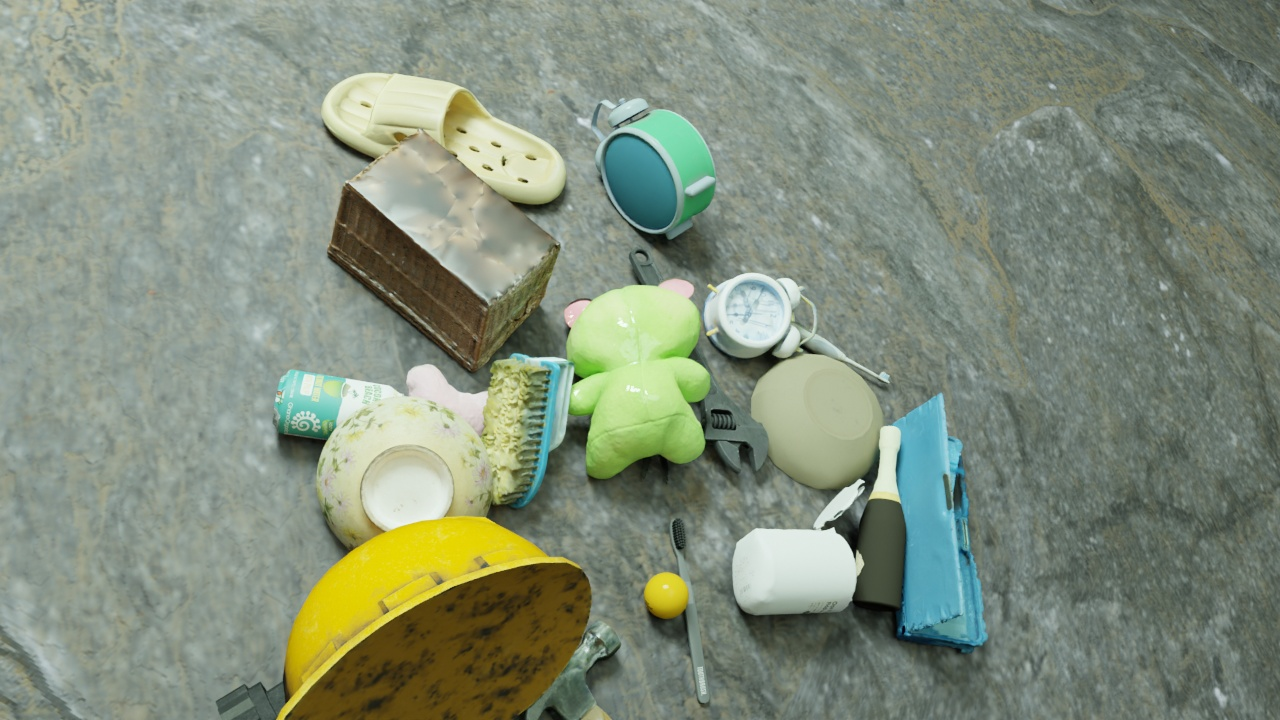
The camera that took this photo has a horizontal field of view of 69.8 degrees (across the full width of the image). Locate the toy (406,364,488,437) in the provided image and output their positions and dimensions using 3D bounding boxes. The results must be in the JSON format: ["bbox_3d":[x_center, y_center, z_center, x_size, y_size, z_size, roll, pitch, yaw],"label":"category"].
[{"bbox_3d":[-0.172,0.061,0.812,0.099,0.053,0.095,27,68,-36],"label":"toy"}]

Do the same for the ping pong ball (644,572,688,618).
[{"bbox_3d":[0.023,0.209,0.817,0.040,0.040,0.040,10,60,-17],"label":"ping pong ball"}]

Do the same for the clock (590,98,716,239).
[{"bbox_3d":[0.007,-0.219,0.999,0.075,0.122,0.161,-35,76,-32],"label":"clock"}]

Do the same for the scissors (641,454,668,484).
[{"bbox_3d":[0.008,0.039,0.923,0.150,0.013,0.164,40,58,3],"label":"scissors"}]

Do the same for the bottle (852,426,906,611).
[{"bbox_3d":[0.243,0.153,0.915,0.045,0.045,0.184,16,68,-13],"label":"bottle"}]

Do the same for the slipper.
[{"bbox_3d":[-0.196,-0.247,0.960,0.261,0.079,0.111,20,54,-11],"label":"slipper"}]

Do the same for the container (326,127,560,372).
[{"bbox_3d":[-0.184,-0.105,0.864,0.198,0.113,0.113,39,56,3],"label":"container"}]

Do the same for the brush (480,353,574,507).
[{"bbox_3d":[-0.100,0.065,0.819,0.075,0.055,0.136,0,101,-54],"label":"brush"}]

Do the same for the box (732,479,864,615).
[{"bbox_3d":[0.157,0.172,0.871,0.146,0.084,0.136,7,55,-20],"label":"box"}]

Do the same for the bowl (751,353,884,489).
[{"bbox_3d":[0.196,0.056,0.966,0.152,0.051,0.152,10,60,-17],"label":"bowl"}]

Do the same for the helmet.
[{"bbox_3d":[-0.174,0.199,0.673,0.254,0.206,0.131,-29,48,-25],"label":"helmet"}]

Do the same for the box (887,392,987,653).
[{"bbox_3d":[0.312,0.160,0.919,0.094,0.112,0.231,14,58,-14],"label":"box"}]

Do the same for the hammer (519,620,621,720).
[{"bbox_3d":[0.029,0.377,0.734,0.330,0.033,0.131,48,55,7],"label":"hammer"}]

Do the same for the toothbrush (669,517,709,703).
[{"bbox_3d":[0.044,0.225,0.836,0.012,0.013,0.167,2,65,-21],"label":"toothbrush"}]

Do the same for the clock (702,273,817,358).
[{"bbox_3d":[0.129,-0.048,0.982,0.125,0.052,0.088,4,80,-12],"label":"clock"}]

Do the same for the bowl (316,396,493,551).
[{"bbox_3d":[-0.189,0.101,0.744,0.145,0.063,0.145,0,89,-16],"label":"bowl"}]

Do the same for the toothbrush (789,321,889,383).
[{"bbox_3d":[0.199,-0.018,1.026,0.185,0.022,0.024,29,74,-3],"label":"toothbrush"}]

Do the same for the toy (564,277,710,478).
[{"bbox_3d":[-0.005,0.005,0.873,0.150,0.107,0.196,-10,72,-3],"label":"toy"}]

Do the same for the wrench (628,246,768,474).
[{"bbox_3d":[0.054,-0.005,0.948,0.073,0.018,0.273,-15,69,-31],"label":"wrench"}]

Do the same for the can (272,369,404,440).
[{"bbox_3d":[-0.258,0.042,0.787,0.101,0.055,0.054,11,59,-16],"label":"can"}]
